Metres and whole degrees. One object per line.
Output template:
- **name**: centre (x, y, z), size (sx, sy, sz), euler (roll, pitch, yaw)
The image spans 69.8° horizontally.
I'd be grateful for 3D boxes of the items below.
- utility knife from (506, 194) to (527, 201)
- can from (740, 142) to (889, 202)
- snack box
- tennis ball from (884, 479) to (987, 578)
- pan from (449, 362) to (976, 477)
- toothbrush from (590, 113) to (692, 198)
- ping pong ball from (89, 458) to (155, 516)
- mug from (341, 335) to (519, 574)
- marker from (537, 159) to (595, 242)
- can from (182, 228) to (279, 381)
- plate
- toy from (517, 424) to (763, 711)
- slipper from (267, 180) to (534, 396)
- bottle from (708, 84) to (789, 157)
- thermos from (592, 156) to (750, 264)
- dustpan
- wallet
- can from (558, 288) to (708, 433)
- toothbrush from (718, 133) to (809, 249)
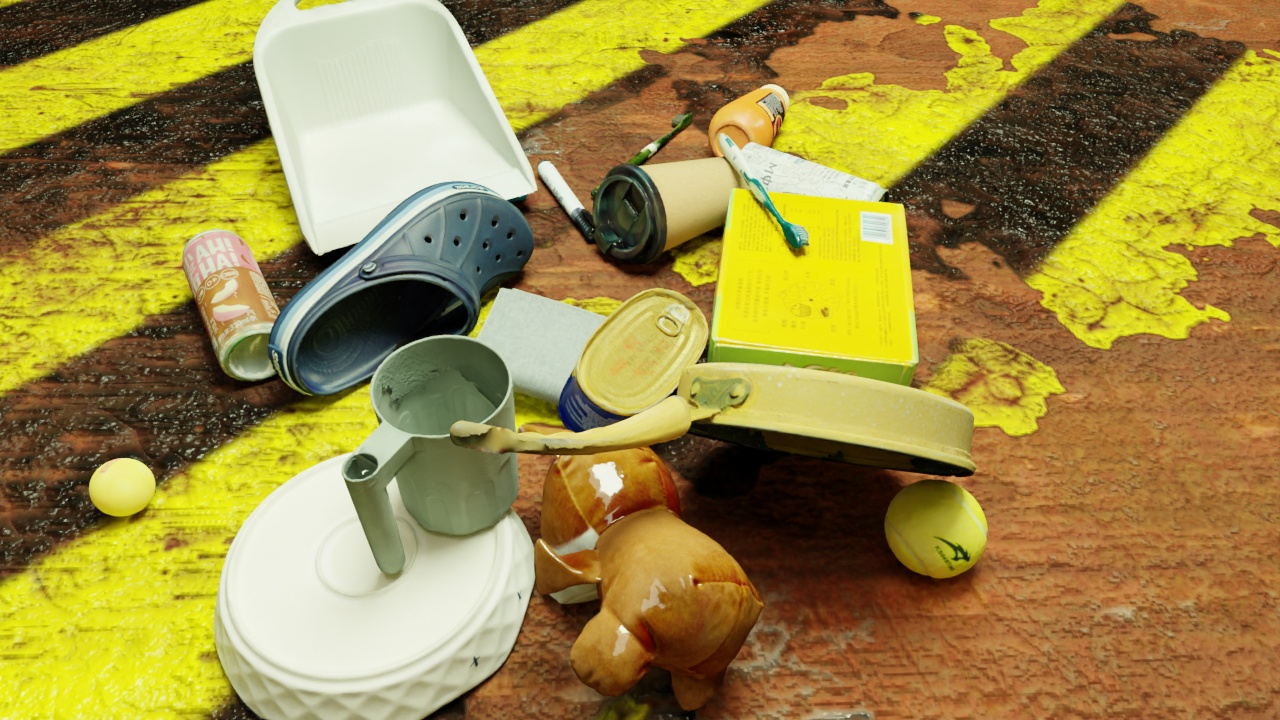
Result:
- **utility knife**: centre (-0.172, -0.236, 0.980), size (0.034, 0.018, 0.223), euler (-18, 50, -16)
- **can**: centre (0.161, -0.162, 0.889), size (0.147, 0.058, 0.058), euler (25, 50, 21)
- **snack box**: centre (0.141, -0.054, 0.773), size (0.158, 0.070, 0.209), euler (7, 46, 5)
- **tennis ball**: centre (0.197, 0.112, 0.614), size (0.065, 0.066, 0.065), euler (1, 45, -1)
- **pan**: centre (0.053, 0.041, 0.552), size (0.356, 0.078, 0.198), euler (15, -10, -37)
- **toothbrush**: centre (0.002, -0.220, 0.974), size (0.017, 0.012, 0.185), euler (21, 49, 26)
- **ping pong ball**: centre (-0.361, 0.088, 0.640), size (0.040, 0.040, 0.040), euler (1, 45, -1)
- **mug**: centre (-0.129, 0.061, 0.566), size (0.084, 0.104, 0.123), euler (23, 50, 19)
- **marker**: centre (-0.071, -0.161, 0.907), size (0.018, 0.023, 0.130), euler (2, 40, -38)
- **can**: centre (-0.337, -0.048, 0.763), size (0.057, 0.058, 0.147), euler (-22, 50, -22)
- **plate**: centre (-0.173, 0.136, 0.595), size (0.205, 0.046, 0.204), euler (1, 45, -1)
- **toy**: centre (-0.010, 0.120, 0.578), size (0.131, 0.140, 0.199), euler (-43, 46, 15)
- **slipper**: centre (-0.179, -0.059, 0.743), size (0.095, 0.105, 0.252), euler (28, 53, 33)
- **bottle**: centre (0.125, -0.261, 0.987), size (0.067, 0.067, 0.149), euler (20, 41, 17)
- **thermos**: centre (0.031, -0.147, 0.855), size (0.143, 0.093, 0.093), euler (-21, 49, -32)
- **dustpan**: centre (-0.253, -0.257, 0.885), size (0.222, 0.143, 0.257), euler (-20, 47, -17)
- **wallet**: centre (-0.064, -0.005, 0.739), size (0.129, 0.037, 0.106), euler (18, 43, -3)
- **can**: centre (-0.004, 0.004, 0.692), size (0.074, 0.049, 0.147), euler (36, 44, 4)
- **toothbrush**: centre (0.106, -0.154, 0.812), size (0.018, 0.016, 0.191), euler (-2, 41, -19)
